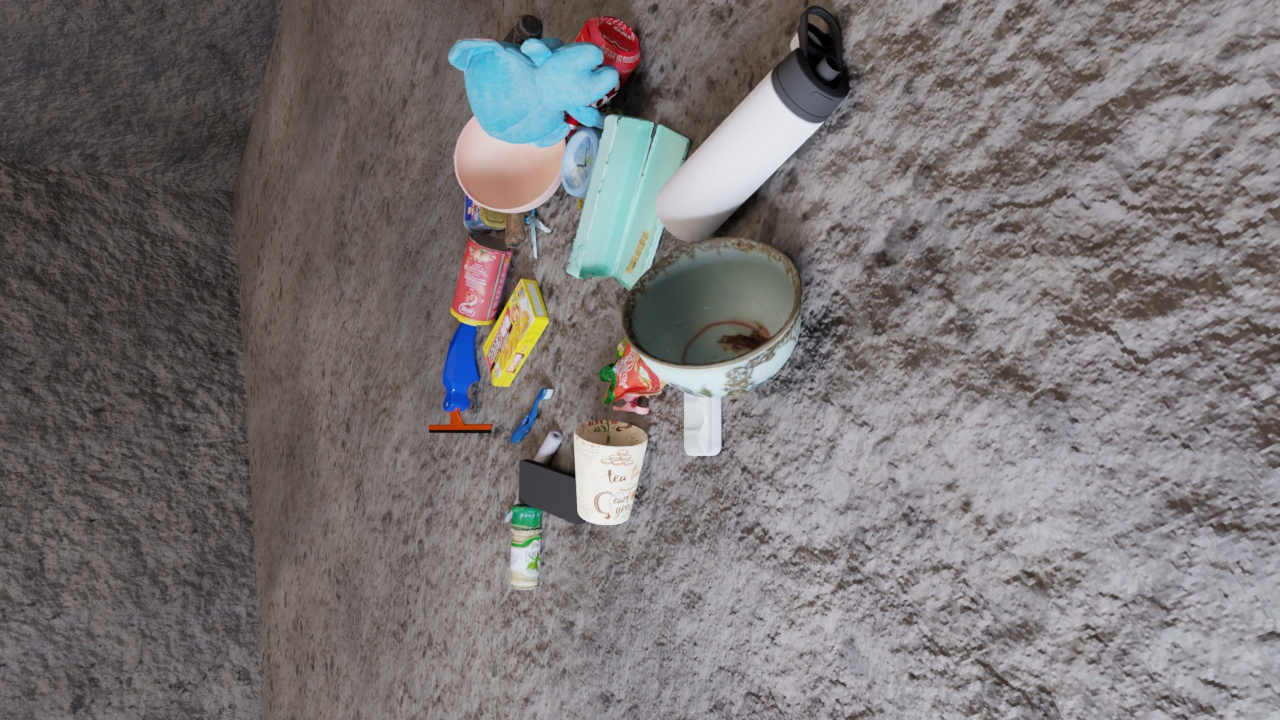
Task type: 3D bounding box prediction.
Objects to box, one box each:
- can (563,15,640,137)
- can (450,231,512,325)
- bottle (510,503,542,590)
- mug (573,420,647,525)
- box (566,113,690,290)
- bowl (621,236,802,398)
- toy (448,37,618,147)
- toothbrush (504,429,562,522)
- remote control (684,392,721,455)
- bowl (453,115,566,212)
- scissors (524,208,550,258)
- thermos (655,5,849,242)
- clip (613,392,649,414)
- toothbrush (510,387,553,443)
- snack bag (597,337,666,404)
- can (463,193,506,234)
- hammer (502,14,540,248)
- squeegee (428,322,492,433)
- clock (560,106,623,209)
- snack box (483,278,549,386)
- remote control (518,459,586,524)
[{"bbox_3d":[-0.061,-0.338,1.098,0.143,0.074,0.074,-43,52,46],"label":"can"},{"bbox_3d":[-0.233,-0.119,1.349,0.066,0.066,0.124,46,124,49],"label":"can"},{"bbox_3d":[-0.152,0.245,1.210,0.043,0.042,0.110,-1,87,57],"label":"bottle"},{"bbox_3d":[-0.040,0.120,1.037,0.122,0.081,0.097,-120,34,-70],"label":"mug"},{"bbox_3d":[-0.005,-0.168,1.019,0.091,0.077,0.189,29,112,29],"label":"box"},{"bbox_3d":[0.073,-0.024,0.824,0.160,0.160,0.094,54,171,45],"label":"bowl"},{"bbox_3d":[-0.113,-0.317,1.027,0.181,0.183,0.114,-15,56,26],"label":"toy"},{"bbox_3d":[-0.148,0.160,1.233,0.188,0.018,0.019,-59,44,36],"label":"toothbrush"},{"bbox_3d":[0.059,0.029,0.923,0.050,0.022,0.133,-9,79,56],"label":"remote control"},{"bbox_3d":[-0.163,-0.260,1.216,0.076,0.153,0.153,47,-140,-78],"label":"bowl"},{"bbox_3d":[-0.151,-0.208,1.279,0.130,0.014,0.117,43,120,50],"label":"scissors"},{"bbox_3d":[0.100,-0.211,0.852,0.231,0.068,0.101,-41,41,46],"label":"thermos"},{"bbox_3d":[-0.010,0.043,1.031,0.060,0.023,0.043,27,105,53],"label":"clip"},{"bbox_3d":[-0.149,0.076,1.250,0.133,0.016,0.021,-53,44,43],"label":"toothbrush"},{"bbox_3d":[-0.006,0.006,1.015,0.155,0.044,0.087,-17,54,60],"label":"snack bag"},{"bbox_3d":[-0.225,-0.240,1.361,0.059,0.053,0.100,3,89,55],"label":"can"},{"bbox_3d":[-0.180,-0.316,1.307,0.120,0.033,0.330,-24,64,58],"label":"hammer"},{"bbox_3d":[-0.277,0.018,1.414,0.250,0.055,0.184,-6,71,57],"label":"squeegee"},{"bbox_3d":[-0.048,-0.242,1.091,0.125,0.051,0.088,-49,48,38],"label":"clock"},{"bbox_3d":[-0.177,-0.037,1.291,0.153,0.025,0.075,-53,45,40],"label":"snack box"},{"bbox_3d":[-0.113,0.165,1.163,0.134,0.013,0.058,11,101,49],"label":"remote control"}]
